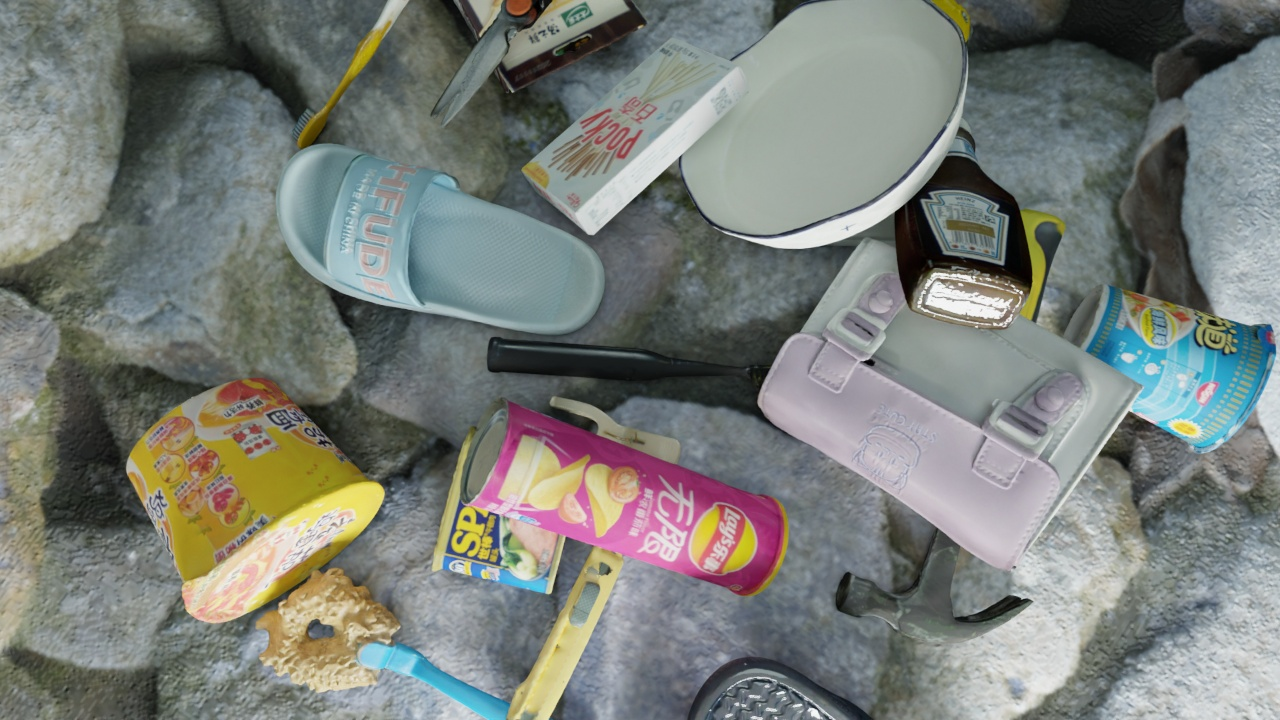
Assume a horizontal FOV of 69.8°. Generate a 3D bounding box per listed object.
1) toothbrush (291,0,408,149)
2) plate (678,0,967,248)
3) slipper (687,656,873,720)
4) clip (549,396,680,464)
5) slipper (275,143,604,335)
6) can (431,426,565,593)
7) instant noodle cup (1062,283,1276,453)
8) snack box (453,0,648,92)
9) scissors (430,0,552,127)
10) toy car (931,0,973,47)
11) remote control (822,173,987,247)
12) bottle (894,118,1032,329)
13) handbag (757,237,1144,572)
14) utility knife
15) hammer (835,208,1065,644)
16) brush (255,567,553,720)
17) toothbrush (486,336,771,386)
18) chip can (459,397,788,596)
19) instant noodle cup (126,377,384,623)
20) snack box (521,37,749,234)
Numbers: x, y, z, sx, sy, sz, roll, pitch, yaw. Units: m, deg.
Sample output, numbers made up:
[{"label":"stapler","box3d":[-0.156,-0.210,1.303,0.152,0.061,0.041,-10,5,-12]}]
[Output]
[{"label":"toothbrush","box3d":[-0.201,-0.236,0.674,0.018,0.016,0.191,41,101,14]},{"label":"plate","box3d":[0.124,-0.162,0.629,0.205,0.045,0.204,-20,53,28]},{"label":"slipper","box3d":[0.129,0.289,0.620,0.268,0.083,0.111,42,93,-14]},{"label":"clip","box3d":[-0.020,0.055,0.654,0.100,0.071,0.034,17,83,4]},{"label":"slipper","box3d":[-0.144,-0.082,0.651,0.245,0.074,0.104,18,85,0]},{"label":"can","box3d":[-0.091,0.105,0.640,0.083,0.057,0.102,14,84,-2]},{"label":"instant noodle cup","box3d":[0.361,-0.003,0.646,0.110,0.099,0.099,24,84,10]},{"label":"snack box","box3d":[-0.072,-0.266,0.682,0.113,0.053,0.125,-28,85,-4]},{"label":"scissors","box3d":[-0.087,-0.265,0.653,0.235,0.022,0.142,-35,73,-1]},{"label":"toy car","box3d":[0.191,-0.216,0.685,0.071,0.041,0.155,32,81,9]},{"label":"remote control","box3d":[0.186,-0.113,0.685,0.150,0.021,0.058,2,77,0]},{"label":"bottle","box3d":[0.210,-0.101,0.611,0.080,0.044,0.194,12,45,2]},{"label":"handbag","box3d":[0.197,0.027,0.610,0.197,0.098,0.145,34,92,23]},{"label":"utility knife","box3d":[-0.041,0.170,0.647,0.031,0.022,0.210,30,70,-10]},{"label":"hammer","box3d":[0.249,0.046,0.665,0.126,0.032,0.323,19,83,1]},{"label":"brush","box3d":[-0.143,0.223,0.635,0.254,0.046,0.083,27,83,-3]},{"label":"toothbrush","box3d":[-0.004,0.004,0.667,0.212,0.027,0.026,5,121,0]},{"label":"chip can","box3d":[-0.007,0.091,0.595,0.210,0.071,0.071,23,83,-23]},{"label":"instant noodle cup","box3d":[-0.258,0.086,0.605,0.138,0.138,0.110,-40,78,-5]},{"label":"snack box","box3d":[-0.005,-0.165,0.664,0.156,0.027,0.085,-42,46,-5]}]
